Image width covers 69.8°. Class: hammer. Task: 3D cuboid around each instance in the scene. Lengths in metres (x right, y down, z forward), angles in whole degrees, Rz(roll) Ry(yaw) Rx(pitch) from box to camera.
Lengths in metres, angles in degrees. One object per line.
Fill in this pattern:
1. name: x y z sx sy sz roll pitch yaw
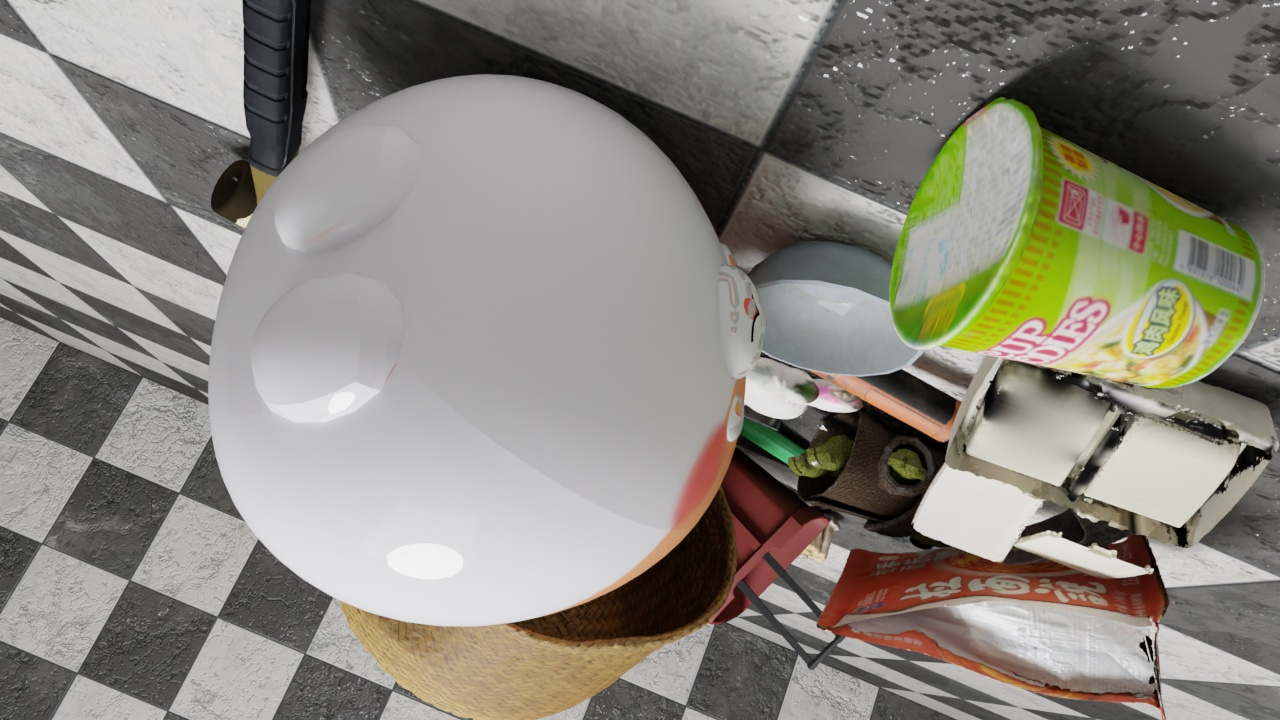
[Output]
1. hammer: 0.155 0.096 0.838 0.318 0.032 0.130 33 159 -31
2. hammer: 0.173 0.035 0.592 0.314 0.034 0.138 28 138 -3
3. hammer: -0.208 -0.132 0.522 0.025 0.117 0.334 25 157 -13

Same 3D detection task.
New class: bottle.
1. bottle: -0.256 -0.098 0.754 0.045 0.045 0.184 7 163 40

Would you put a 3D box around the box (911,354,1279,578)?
1. box: 0.248 0.068 0.537 0.143 0.050 0.184 21 134 10

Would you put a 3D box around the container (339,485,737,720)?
1. container: -0.097 0.144 0.776 0.307 0.306 0.197 28 129 -17

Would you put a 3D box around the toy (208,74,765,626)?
1. toy: -0.064 0.001 0.470 0.266 0.262 0.280 -11 156 27

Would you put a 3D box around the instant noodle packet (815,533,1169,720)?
1. instant noodle packet: 0.253 0.177 0.673 0.221 0.084 0.164 -2 -170 24

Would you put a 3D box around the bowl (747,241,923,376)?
1. bowl: 0.105 -0.032 0.507 0.106 0.039 0.106 15 157 6

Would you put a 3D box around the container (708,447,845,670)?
1. container: 0.117 0.192 0.867 0.201 0.148 0.127 45 -171 23

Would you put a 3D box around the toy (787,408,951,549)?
1. toy: 0.193 0.097 0.714 0.152 0.078 0.180 24 159 -7

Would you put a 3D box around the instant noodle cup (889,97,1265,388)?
1. instant noodle cup: 0.169 -0.036 0.358 0.108 0.098 0.099 17 163 -9

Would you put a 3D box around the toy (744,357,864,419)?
1. toy: 0.100 0.020 0.677 0.079 0.038 0.123 22 166 -40

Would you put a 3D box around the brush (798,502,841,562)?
1. brush: 0.095 0.147 1.005 0.271 0.056 0.083 27 161 -13
